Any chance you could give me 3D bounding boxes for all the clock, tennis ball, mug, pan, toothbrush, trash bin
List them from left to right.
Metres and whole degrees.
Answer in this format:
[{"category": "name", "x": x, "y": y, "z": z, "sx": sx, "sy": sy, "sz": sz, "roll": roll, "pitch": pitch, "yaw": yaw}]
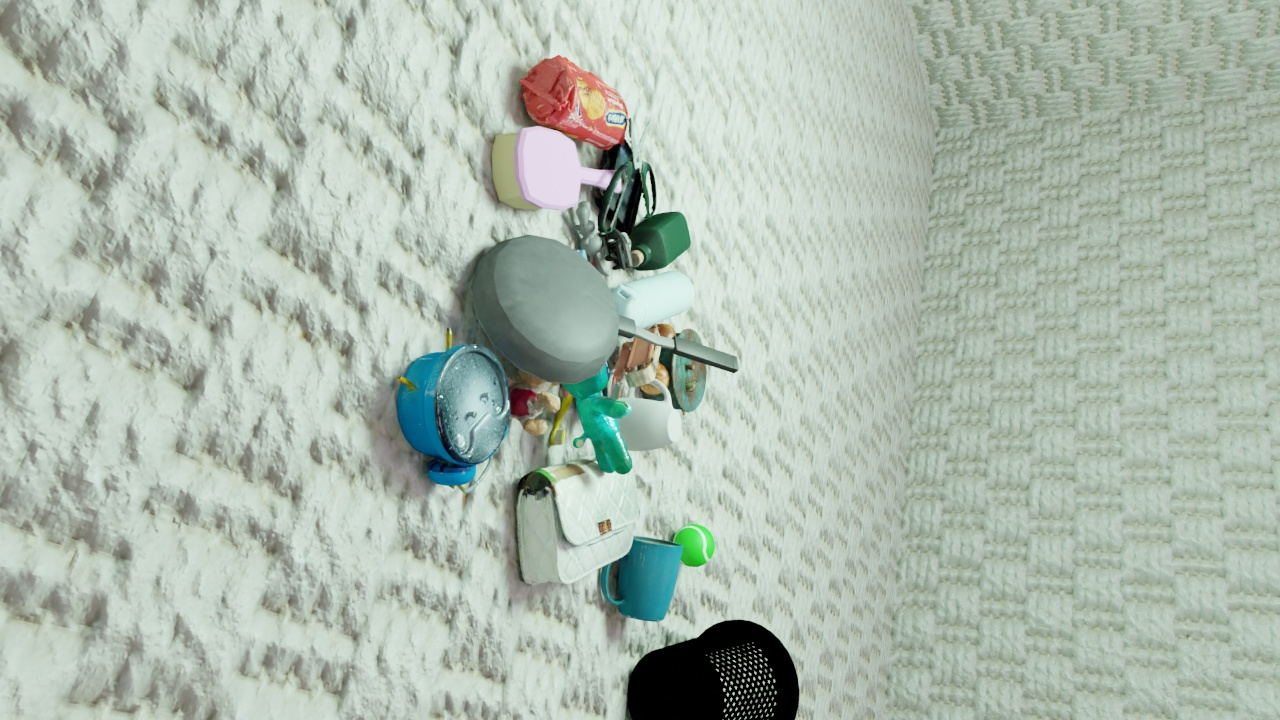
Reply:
[{"category": "clock", "x": -0.178, "y": 0.058, "z": 0.904, "sx": 0.116, "sy": 0.060, "sz": 0.161, "roll": -54, "pitch": 138, "yaw": -50}, {"category": "toothbrush", "x": -0.089, "y": 0.041, "z": 1.123, "sx": 0.021, "sy": 0.016, "sz": 0.135, "roll": 47, "pitch": 49, "yaw": -56}, {"category": "pan", "x": -0.022, "y": -0.041, "z": 1.037, "sx": 0.356, "sy": 0.041, "sz": 0.178, "roll": 17, "pitch": 52, "yaw": -33}, {"category": "mug", "x": -0.004, "y": 0.292, "z": 1.233, "sx": 0.112, "sy": 0.085, "sz": 0.104, "roll": 13, "pitch": 83, "yaw": -33}, {"category": "mug", "x": 0.009, "y": 0.070, "z": 1.232, "sx": 0.071, "sy": 0.090, "sz": 0.107, "roll": 47, "pitch": 49, "yaw": -53}, {"category": "clock", "x": 0.045, "y": 0.009, "z": 1.324, "sx": 0.157, "sy": 0.073, "sz": 0.121, "roll": 38, "pitch": 56, "yaw": -56}, {"category": "tennis ball", "x": 0.081, "y": 0.282, "z": 1.397, "sx": 0.065, "sy": 0.065, "sz": 0.065, "roll": 2, "pitch": 88, "yaw": -63}, {"category": "trash bin", "x": 0.094, "y": 0.475, "z": 1.313, "sx": 0.199, "sy": 0.196, "sz": 0.195, "roll": 17, "pitch": 74, "yaw": -52}]

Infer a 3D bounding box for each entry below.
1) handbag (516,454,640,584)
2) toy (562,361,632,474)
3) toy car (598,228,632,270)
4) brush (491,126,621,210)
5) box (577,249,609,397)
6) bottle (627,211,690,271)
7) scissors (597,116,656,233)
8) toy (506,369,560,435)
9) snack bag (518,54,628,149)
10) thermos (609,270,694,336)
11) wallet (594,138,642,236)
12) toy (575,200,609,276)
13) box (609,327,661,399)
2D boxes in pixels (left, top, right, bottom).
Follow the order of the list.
[{"category": "handbag", "x": -0.068, "y": 0.185, "z": 1.100, "sx": 0.194, "sy": 0.073, "sz": 0.139, "roll": -9, "pitch": 96, "yaw": -63}, {"category": "toy", "x": -0.061, "y": 0.045, "z": 1.061, "sx": 0.072, "sy": 0.131, "sz": 0.193, "roll": -22, "pitch": 97, "yaw": -25}, {"category": "toy car", "x": -0.027, "y": -0.145, "z": 1.188, "sx": 0.092, "sy": 0.037, "sz": 0.040, "roll": -122, "pitch": -162, "yaw": -67}, {"category": "brush", "x": -0.093, "y": -0.220, "z": 1.087, "sx": 0.228, "sy": 0.043, "sz": 0.089, "roll": -11, "pitch": 99, "yaw": -63}, {"category": "box", "x": -0.059, "y": -0.033, "z": 1.132, "sx": 0.065, "sy": 0.037, "sz": 0.210, "roll": -118, "pitch": -164, "yaw": -71}, {"category": "bottle", "x": 0.017, "y": -0.161, "z": 1.282, "sx": 0.131, "sy": 0.061, "sz": 0.061, "roll": -44, "pitch": 126, "yaw": -54}, {"category": "scissors", "x": -0.012, "y": -0.218, "z": 1.189, "sx": 0.202, "sy": 0.015, "sz": 0.201, "roll": 75, "pitch": 32, "yaw": -57}, {"category": "toy", "x": -0.116, "y": 0.033, "z": 1.007, "sx": 0.105, "sy": 0.085, "sz": 0.074, "roll": -59, "pitch": 161, "yaw": -60}, {"category": "snack bag", "x": -0.073, "y": -0.306, "z": 1.094, "sx": 0.176, "sy": 0.082, "sz": 0.082, "roll": -2, "pitch": 91, "yaw": -64}, {"category": "thermos", "x": 0.004, "y": -0.078, "z": 1.252, "sx": 0.078, "sy": 0.065, "sz": 0.206, "roll": -54, "pitch": 166, "yaw": 26}, {"category": "wallet", "x": -0.027, "y": -0.236, "z": 1.235, "sx": 0.089, "sy": 0.026, "sz": 0.114, "roll": 48, "pitch": 48, "yaw": -53}, {"category": "toy", "x": -0.062, "y": -0.147, "z": 1.161, "sx": 0.049, "sy": 0.030, "sz": 0.112, "roll": -77, "pitch": 159, "yaw": -54}, {"category": "box", "x": -0.011, "y": 0.005, "z": 1.169, "sx": 0.048, "sy": 0.085, "sz": 0.186, "roll": 61, "pitch": 13, "yaw": -12}]
